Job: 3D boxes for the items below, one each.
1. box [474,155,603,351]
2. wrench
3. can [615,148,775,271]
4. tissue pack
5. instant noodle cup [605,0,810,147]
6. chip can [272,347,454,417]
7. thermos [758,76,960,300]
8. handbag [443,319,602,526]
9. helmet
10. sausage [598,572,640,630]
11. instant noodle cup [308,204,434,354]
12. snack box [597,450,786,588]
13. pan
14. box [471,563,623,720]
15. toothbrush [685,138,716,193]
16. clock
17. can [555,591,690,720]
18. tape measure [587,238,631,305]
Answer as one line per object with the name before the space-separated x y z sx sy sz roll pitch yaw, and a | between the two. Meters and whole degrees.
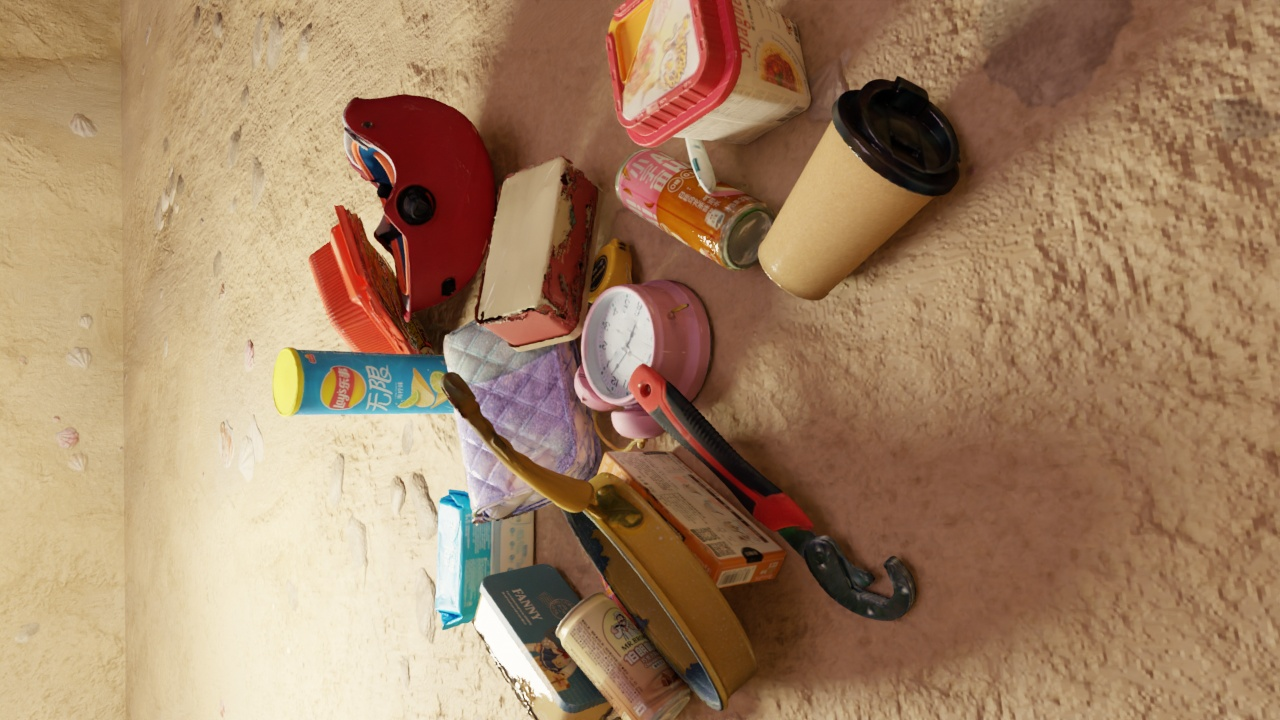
box | -0.095 -0.103 0.841 0.091 0.076 0.168 -12 59 32
wrench | 0.085 0.092 0.677 0.273 0.016 0.056 40 124 28
can | 0.042 -0.125 0.746 0.147 0.057 0.058 38 116 43
tissue pack | -0.162 0.201 0.942 0.063 0.089 0.140 -2 86 49
instant noodle cup | 0.055 -0.220 0.685 0.117 0.124 0.116 -22 71 46
chip can | -0.282 0.026 0.997 0.071 0.209 0.071 -3 85 49
thermos | 0.141 -0.109 0.615 0.144 0.092 0.093 -55 50 43
handbag | -0.116 0.047 0.883 0.134 0.075 0.193 -22 64 16
helmet | -0.225 -0.174 0.990 0.207 0.143 0.240 175 78 -72
sausage | -0.033 0.185 0.848 0.020 0.020 0.155 -46 55 37
instant noodle cup | -0.320 -0.071 1.075 0.164 0.079 0.189 61 174 31
snack box | 0.037 0.120 0.727 0.154 0.075 0.026 38 115 43
pan | -0.028 0.123 0.645 0.198 0.078 0.358 34 155 49
box | -0.085 0.265 0.852 0.184 0.089 0.060 42 123 37
toothbrush | 0.036 -0.198 0.756 0.018 0.016 0.191 121 148 -42
clock | -0.005 0.005 0.793 0.117 0.059 0.159 37 118 44
can | -0.015 0.257 0.776 0.116 0.058 0.059 43 121 25
tape measure | -0.028 -0.076 0.842 0.060 0.029 0.057 -48 33 38
